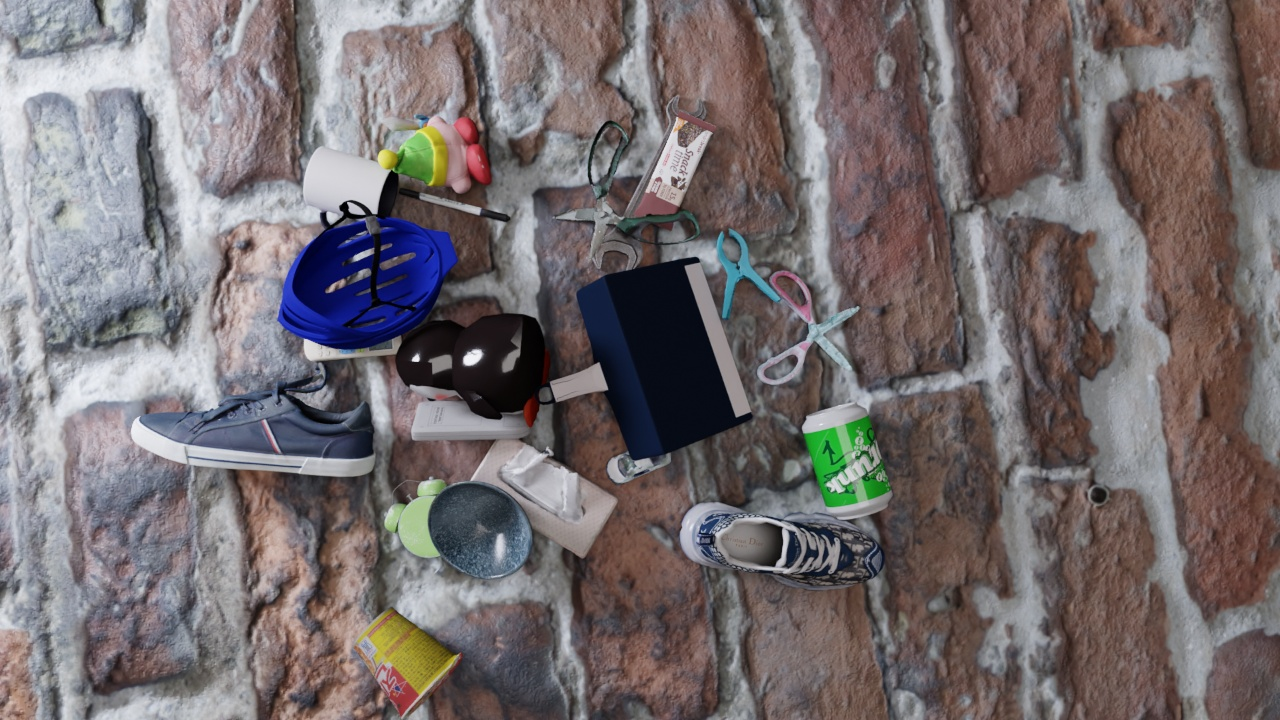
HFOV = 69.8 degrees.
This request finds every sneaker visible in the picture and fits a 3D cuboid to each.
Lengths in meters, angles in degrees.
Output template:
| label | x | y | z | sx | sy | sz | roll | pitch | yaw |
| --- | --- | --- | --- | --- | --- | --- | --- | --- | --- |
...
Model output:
| label | x | y | z | sx | sy | sz | roll | pitch | yaw |
| --- | --- | --- | --- | --- | --- | --- | --- | --- | --- |
| sneaker | -0.480 | 0.067 | 1.154 | 0.294 | 0.120 | 0.127 | 5 | 99 | -6 |
| sneaker | 0.190 | 0.242 | 1.170 | 0.269 | 0.132 | 0.103 | 10 | 84 | -4 |

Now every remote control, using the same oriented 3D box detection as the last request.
| label | x | y | z | sx | sy | sz | roll | pitch | yaw |
| --- | --- | --- | --- | --- | --- | --- | --- | --- | --- |
| remote control | -0.377 | -0.022 | 1.207 | 0.125 | 0.018 | 0.038 | -5 | 87 | -5 |
| remote control | -0.215 | 0.078 | 1.186 | 0.151 | 0.074 | 0.019 | -1 | 119 | -4 |

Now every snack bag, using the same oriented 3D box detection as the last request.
| label | x | y | z | sx | sy | sz | roll | pitch | yaw |
| --- | --- | --- | --- | --- | --- | --- | --- | --- | --- |
| snack bag | 0.047 | -0.257 | 1.239 | 0.057 | 0.013 | 0.158 | 24 | 85 | -3 |

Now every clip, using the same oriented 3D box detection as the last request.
| label | x | y | z | sx | sy | sz | roll | pitch | yaw |
| --- | --- | --- | --- | --- | --- | --- | --- | --- | --- |
| clip | 0.140 | -0.123 | 1.236 | 0.097 | 0.026 | 0.116 | -17 | 84 | 3 |

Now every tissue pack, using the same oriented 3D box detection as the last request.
| label | x | y | z | sx | sy | sz | roll | pitch | yaw |
| --- | --- | --- | --- | --- | --- | --- | --- | --- | --- |
| tissue pack | -0.125 | 0.168 | 1.190 | 0.181 | 0.071 | 0.104 | 32 | 86 | 2 |

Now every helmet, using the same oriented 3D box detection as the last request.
| label | x | y | z | sx | sy | sz | roll | pitch | yaw |
| --- | --- | --- | --- | --- | --- | --- | --- | --- | --- |
| helmet | -0.346 | -0.106 | 1.110 | 0.241 | 0.228 | 0.147 | -20 | 78 | -4 |

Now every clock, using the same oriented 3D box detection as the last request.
| label | x | y | z | sx | sy | sz | roll | pitch | yaw |
| --- | --- | --- | --- | --- | --- | --- | --- | --- | --- |
| clock | -0.274 | 0.207 | 1.188 | 0.094 | 0.042 | 0.119 | -40 | 89 | -6 |

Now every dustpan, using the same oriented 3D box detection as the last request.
| label | x | y | z | sx | sy | sz | roll | pitch | yaw |
| --- | --- | --- | --- | --- | --- | --- | --- | --- | --- |
| dustpan | -0.007 | 0.007 | 1.190 | 0.272 | 0.080 | 0.236 | -17 | 87 | -40 |

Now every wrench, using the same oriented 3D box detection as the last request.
| label | x | y | z | sx | sy | sz | roll | pitch | yaw |
| --- | --- | --- | --- | --- | --- | --- | --- | --- | --- |
| wrench | 0.013 | -0.240 | 1.249 | 0.070 | 0.010 | 0.273 | 26 | 85 | -2 |

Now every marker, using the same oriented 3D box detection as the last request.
| label | x | y | z | sx | sy | sz | roll | pitch | yaw |
| --- | --- | --- | --- | --- | --- | --- | --- | --- | --- |
| marker | -0.249 | -0.209 | 1.230 | 0.152 | 0.011 | 0.011 | 15 | 86 | -3 |

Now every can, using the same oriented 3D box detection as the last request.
| label | x | y | z | sx | sy | sz | roll | pitch | yaw |
| --- | --- | --- | --- | --- | --- | --- | --- | --- | --- |
| can | 0.271 | 0.131 | 1.204 | 0.088 | 0.088 | 0.140 | -16 | 88 | -5 |

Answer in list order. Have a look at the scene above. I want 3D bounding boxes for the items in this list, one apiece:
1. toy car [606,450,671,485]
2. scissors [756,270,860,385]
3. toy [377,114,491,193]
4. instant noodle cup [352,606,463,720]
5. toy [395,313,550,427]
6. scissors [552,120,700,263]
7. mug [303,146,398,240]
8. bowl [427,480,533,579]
| label | x | y | z | sx | sy | sz | roll | pitch | yaw |
| --- | --- | --- | --- | --- | --- | --- | --- | --- | --- |
| toy car | -0.002 | 0.134 | 1.217 | 0.089 | 0.027 | 0.038 | -24 | 90 | -5 |
| scissors | 0.218 | -0.037 | 1.249 | 0.176 | 0.013 | 0.170 | -43 | 92 | -6 |
| toy | -0.271 | -0.274 | 1.189 | 0.131 | 0.097 | 0.124 | -17 | 85 | -7 |
| instant noodle cup | -0.301 | 0.376 | 1.156 | 0.112 | 0.100 | 0.100 | 41 | 85 | 8 |
| toy | -0.219 | -0.006 | 1.157 | 0.184 | 0.140 | 0.158 | 4 | 44 | 7 |
| scissors | -0.018 | -0.227 | 1.228 | 0.202 | 0.015 | 0.205 | 1 | 82 | 9 |
| mug | -0.378 | -0.211 | 1.195 | 0.097 | 0.078 | 0.112 | 16 | 114 | -3 |
| bowl | -0.192 | 0.200 | 1.148 | 0.137 | 0.057 | 0.137 | 4 | 111 | 12 |
